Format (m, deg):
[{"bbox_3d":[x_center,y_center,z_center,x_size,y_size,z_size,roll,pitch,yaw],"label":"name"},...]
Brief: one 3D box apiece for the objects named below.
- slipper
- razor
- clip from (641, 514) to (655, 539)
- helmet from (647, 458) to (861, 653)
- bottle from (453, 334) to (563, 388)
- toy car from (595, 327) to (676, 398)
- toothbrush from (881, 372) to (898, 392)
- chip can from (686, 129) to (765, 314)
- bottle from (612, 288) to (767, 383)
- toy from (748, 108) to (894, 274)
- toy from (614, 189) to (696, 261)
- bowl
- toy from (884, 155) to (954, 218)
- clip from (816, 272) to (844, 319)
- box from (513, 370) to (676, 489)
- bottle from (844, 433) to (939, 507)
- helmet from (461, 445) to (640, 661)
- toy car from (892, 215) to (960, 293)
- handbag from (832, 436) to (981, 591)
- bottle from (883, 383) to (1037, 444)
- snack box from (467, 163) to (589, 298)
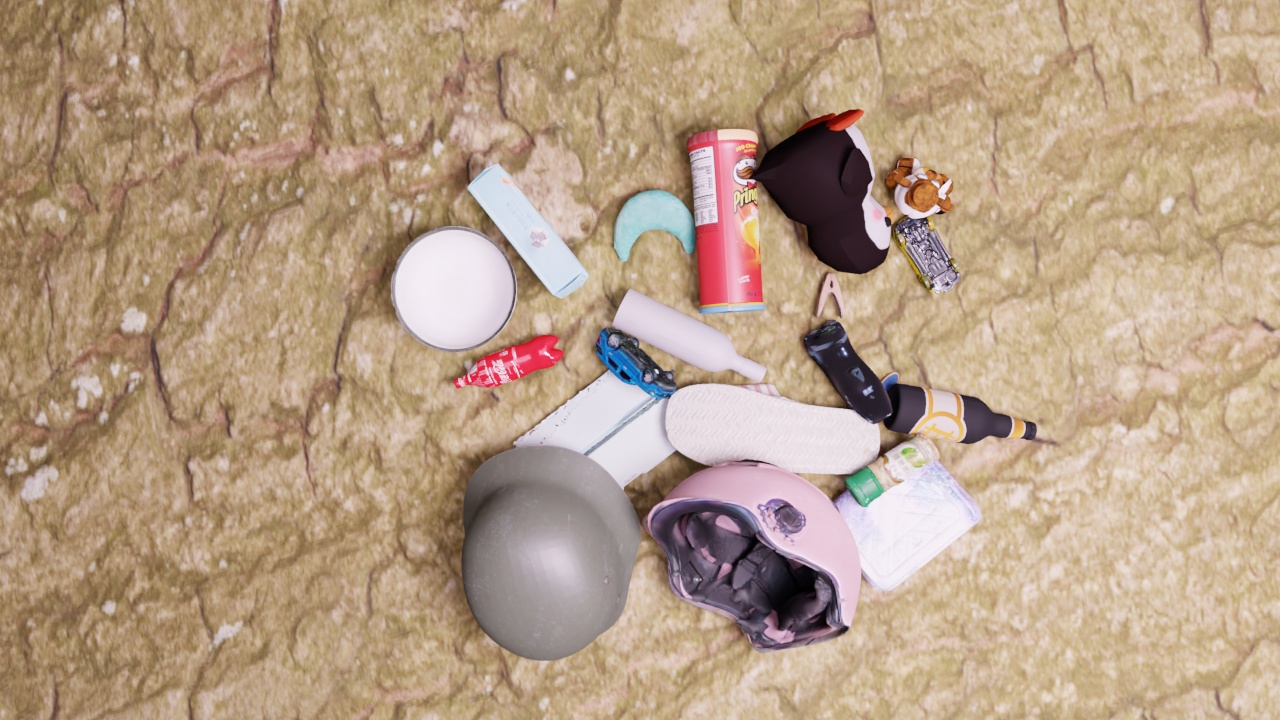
[{"bbox_3d":[0.161,0.084,1.131,0.263,0.052,0.115,8,84,0],"label":"slipper"},{"bbox_3d":[0.254,0.012,1.112,0.053,0.064,0.140,-32,66,-4],"label":"razor"},{"bbox_3d":[0.029,0.218,1.159,0.026,0.049,0.061,-48,47,3],"label":"clip"},{"bbox_3d":[0.141,0.209,1.065,0.255,0.231,0.152,33,56,3],"label":"helmet"},{"bbox_3d":[-0.167,0.006,1.155,0.141,0.042,0.042,-20,89,3],"label":"bottle"},{"bbox_3d":[-0.007,0.007,1.125,0.120,0.056,0.044,42,107,28],"label":"toy car"},{"bbox_3d":[0.280,0.070,1.144,0.021,0.017,0.135,36,93,-3],"label":"toothbrush"},{"bbox_3d":[0.105,-0.166,1.118,0.087,0.087,0.213,-3,91,3],"label":"chip can"},{"bbox_3d":[0.064,-0.024,1.137,0.195,0.052,0.052,26,92,2],"label":"bottle"},{"bbox_3d":[0.223,-0.181,1.089,0.140,0.159,0.184,-33,107,-8],"label":"toy"},{"bbox_3d":[0.016,-0.171,1.151,0.105,0.033,0.085,-7,104,5],"label":"toy"},{"bbox_3d":[-0.225,-0.086,1.142,0.153,0.073,0.153,0,90,3],"label":"bowl"},{"bbox_3d":[0.335,-0.203,1.095,0.087,0.112,0.067,30,103,2],"label":"toy"},{"bbox_3d":[0.241,-0.081,1.143,0.061,0.026,0.049,40,82,9],"label":"clip"},{"bbox_3d":[-0.047,0.101,1.151,0.197,0.044,0.136,-37,88,-1],"label":"box"},{"bbox_3d":[0.299,0.130,1.088,0.111,0.043,0.043,-32,89,2],"label":"bottle"},{"bbox_3d":[-0.118,0.255,1.085,0.227,0.153,0.268,-11,112,12],"label":"helmet"},{"bbox_3d":[0.353,-0.131,1.132,0.049,0.030,0.107,-29,87,2],"label":"toy car"},{"bbox_3d":[0.315,0.190,1.123,0.158,0.069,0.126,-39,74,2],"label":"handbag"},{"bbox_3d":[0.392,0.071,1.116,0.181,0.059,0.059,10,91,-5],"label":"bottle"},{"bbox_3d":[-0.136,-0.158,1.136,0.053,0.075,0.174,-40,88,3],"label":"snack box"}]
